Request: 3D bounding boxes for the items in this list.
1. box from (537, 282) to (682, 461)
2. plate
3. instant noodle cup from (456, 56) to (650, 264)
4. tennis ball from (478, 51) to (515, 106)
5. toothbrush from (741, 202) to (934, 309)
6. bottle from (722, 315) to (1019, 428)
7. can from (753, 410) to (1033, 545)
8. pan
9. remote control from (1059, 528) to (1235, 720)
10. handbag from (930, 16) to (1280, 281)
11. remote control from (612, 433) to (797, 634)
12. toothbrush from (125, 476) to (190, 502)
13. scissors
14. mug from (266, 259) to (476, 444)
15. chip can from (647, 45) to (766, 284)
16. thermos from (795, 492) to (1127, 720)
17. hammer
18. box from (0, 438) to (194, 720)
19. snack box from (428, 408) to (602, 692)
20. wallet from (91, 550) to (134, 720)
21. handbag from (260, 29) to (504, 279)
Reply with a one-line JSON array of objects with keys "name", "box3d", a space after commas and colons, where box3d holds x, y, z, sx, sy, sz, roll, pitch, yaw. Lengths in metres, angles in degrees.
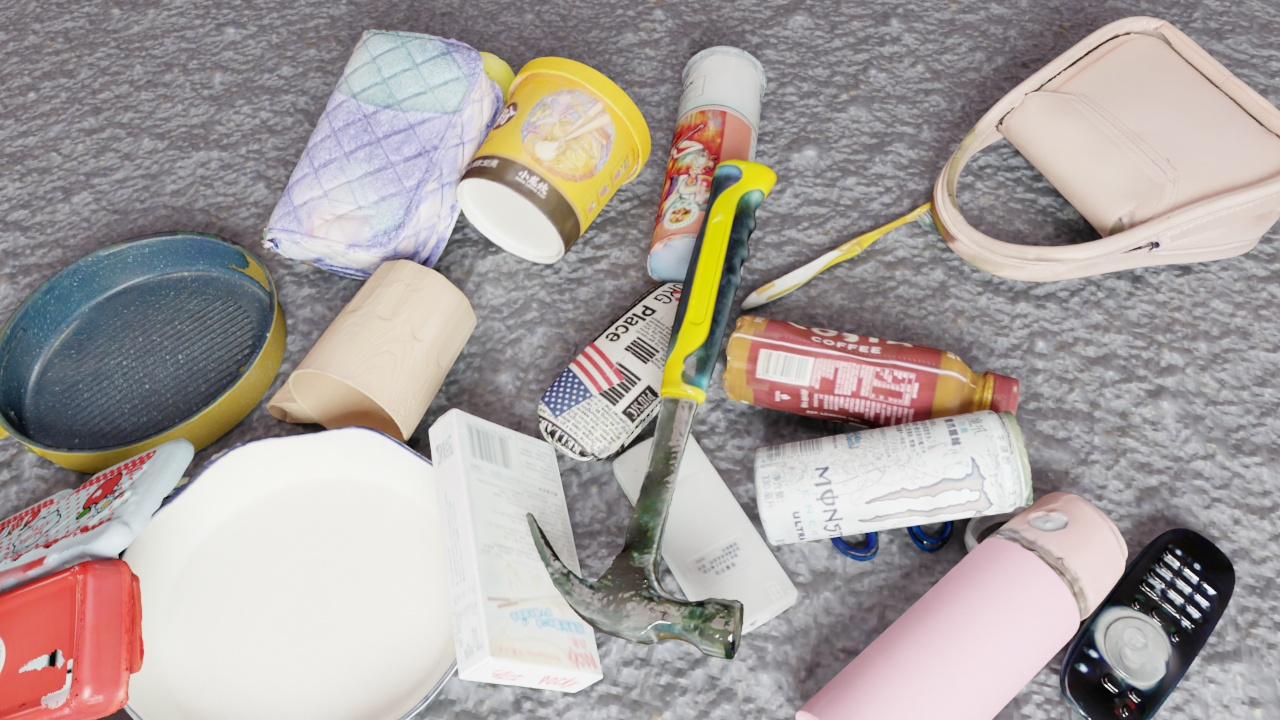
[{"name": "box", "box3d": [-0.004, 0.006, 0.619, 0.069, 0.052, 0.163, 23, 51, 32]}, {"name": "plate", "box3d": [-0.189, 0.132, 0.525, 0.205, 0.046, 0.204, 1, 51, -1]}, {"name": "instant noodle cup", "box3d": [-0.070, -0.145, 0.693, 0.118, 0.118, 0.114, 22, 67, 19]}, {"name": "tennis ball", "box3d": [-0.138, -0.231, 0.788, 0.065, 0.066, 0.065, -2, 53, 3]}, {"name": "toothbrush", "box3d": [0.156, -0.078, 0.684, 0.191, 0.016, 0.018, -27, 65, -16]}, {"name": "bottle", "box3d": [0.142, 0.014, 0.576, 0.175, 0.057, 0.057, 12, 55, 17]}, {"name": "can", "box3d": [0.141, 0.067, 0.525, 0.147, 0.058, 0.058, -11, 52, 12]}, {"name": "pan", "box3d": [-0.409, 0.028, 0.608, 0.198, 0.078, 0.356, 35, 63, 27]}, {"name": "remote control", "box3d": [0.274, 0.147, 0.500, 0.136, 0.024, 0.053, -39, 71, -22]}, {"name": "handbag", "box3d": [0.330, -0.138, 0.677, 0.234, 0.093, 0.193, -24, 56, -7]}, {"name": "remote control", "box3d": [0.036, 0.101, 0.556, 0.056, 0.019, 0.135, -25, 56, -14]}, {"name": "toothbrush", "box3d": [-0.284, 0.077, 0.600, 0.191, 0.018, 0.016, -7, 52, -1]}, {"name": "scissors", "box3d": [0.152, 0.051, 0.590, 0.133, 0.012, 0.172, 15, 55, 17]}, {"name": "mug", "box3d": [-0.184, -0.003, 0.623, 0.125, 0.084, 0.103, -3, 47, 36]}, {"name": "chip can", "box3d": [0.055, -0.149, 0.709, 0.071, 0.071, 0.214, 5, 55, 8]}, {"name": "thermos", "box3d": [0.169, 0.144, 0.491, 0.198, 0.067, 0.087, -36, 30, -20]}, {"name": "hammer", "box3d": [0.026, 0.006, 0.548, 0.126, 0.032, 0.322, 8, 60, 15]}, {"name": "box", "box3d": [-0.332, 0.130, 0.498, 0.201, 0.058, 0.161, -21, 51, 25]}, {"name": "snack box", "box3d": [-0.073, 0.106, 0.523, 0.027, 0.084, 0.156, -37, 49, 25]}, {"name": "wallet", "box3d": [-0.288, 0.162, 0.537, 0.096, 0.020, 0.122, 13, 54, 7]}, {"name": "handbag", "box3d": [-0.194, -0.154, 0.705, 0.134, 0.075, 0.193, 15, 72, 19]}]
